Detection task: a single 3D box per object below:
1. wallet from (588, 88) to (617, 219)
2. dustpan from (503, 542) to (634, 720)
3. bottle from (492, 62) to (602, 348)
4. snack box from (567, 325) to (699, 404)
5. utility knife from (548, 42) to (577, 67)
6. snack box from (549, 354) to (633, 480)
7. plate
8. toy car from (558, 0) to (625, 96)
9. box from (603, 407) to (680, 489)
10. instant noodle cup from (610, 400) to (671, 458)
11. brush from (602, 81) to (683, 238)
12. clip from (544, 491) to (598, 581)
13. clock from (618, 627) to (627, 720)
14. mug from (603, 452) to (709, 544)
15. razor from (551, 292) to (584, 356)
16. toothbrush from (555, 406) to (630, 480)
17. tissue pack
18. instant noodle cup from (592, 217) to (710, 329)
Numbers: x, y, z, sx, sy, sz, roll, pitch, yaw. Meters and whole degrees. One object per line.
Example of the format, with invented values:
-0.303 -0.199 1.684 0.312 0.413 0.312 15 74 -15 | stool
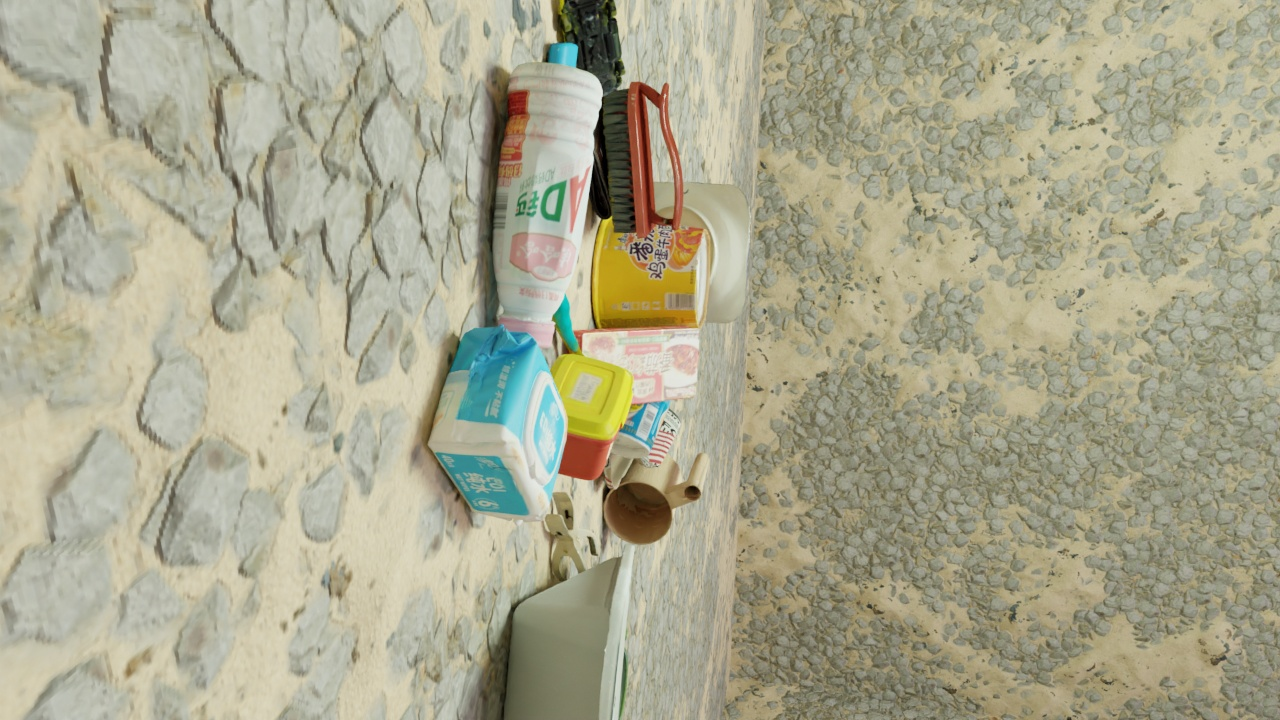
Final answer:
-0.034 -0.218 0.927 0.096 0.020 0.122 78 18 -55 | wallet
-0.023 0.294 0.799 0.257 0.143 0.222 6 89 -59 | dustpan
-0.071 -0.108 0.662 0.068 0.068 0.197 -13 110 -78 | bottle
-0.005 0.005 0.917 0.152 0.025 0.075 -4 101 -39 | snack box
-0.072 -0.167 0.753 0.034 0.018 0.191 2 94 -74 | utility knife
-0.054 0.051 0.802 0.091 0.082 0.080 -71 176 -48 | snack box
0.050 -0.126 1.077 0.034 0.164 0.164 -15 109 -52 | plate
-0.044 -0.275 0.789 0.105 0.048 0.032 79 -13 -52 | toy car
-0.010 0.100 1.095 0.088 0.076 0.162 -54 -178 24 | box
-0.008 0.043 0.993 0.099 0.099 0.109 72 32 -63 | instant noodle cup
0.004 -0.197 0.895 0.063 0.069 0.146 -61 149 -66 | brush
-0.066 0.164 0.892 0.082 0.035 0.105 -58 143 -60 | clip
-0.050 0.340 0.983 0.116 0.056 0.161 -48 141 -74 | clock
0.023 0.156 1.119 0.084 0.125 0.103 62 18 -12 | mug
-0.058 -0.022 0.828 0.043 0.028 0.133 -58 137 -39 | razor
-0.053 0.079 0.867 0.190 0.018 0.016 -44 132 -56 | toothbrush
-0.090 0.047 0.629 0.140 0.063 0.089 77 20 -56 | tissue pack
0.016 -0.091 0.996 0.138 0.110 0.138 4 89 -79 | instant noodle cup
